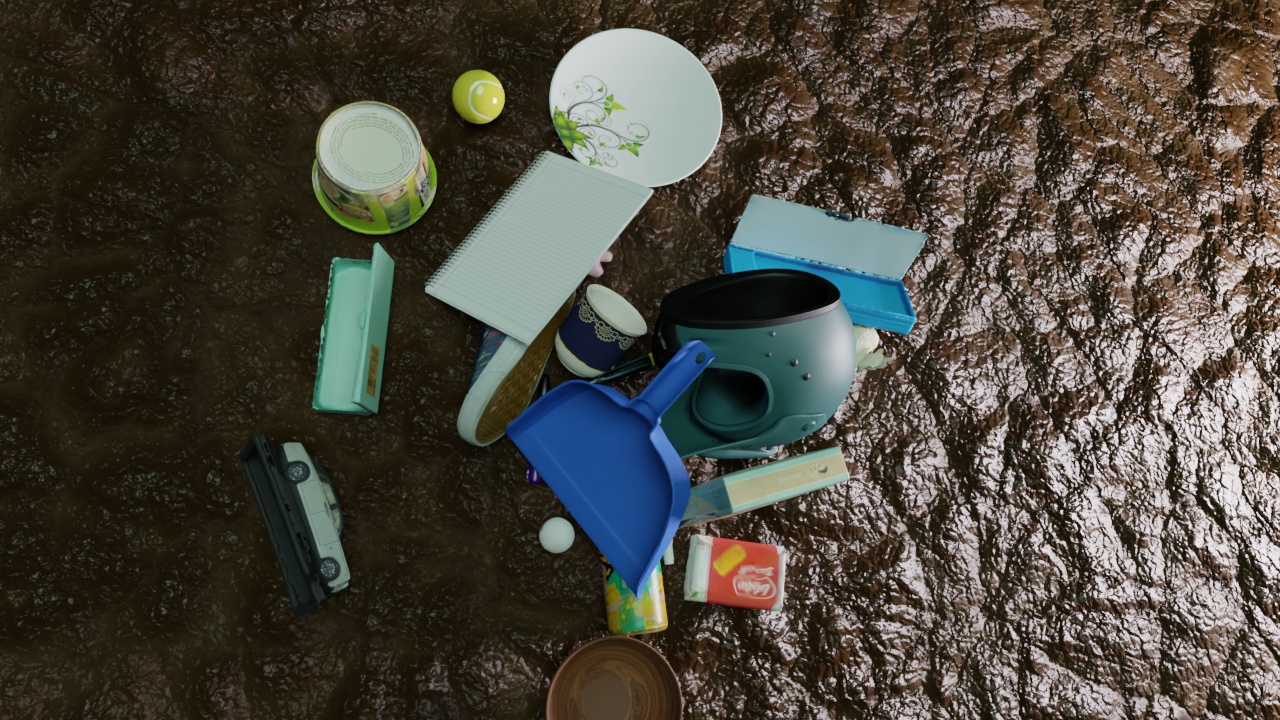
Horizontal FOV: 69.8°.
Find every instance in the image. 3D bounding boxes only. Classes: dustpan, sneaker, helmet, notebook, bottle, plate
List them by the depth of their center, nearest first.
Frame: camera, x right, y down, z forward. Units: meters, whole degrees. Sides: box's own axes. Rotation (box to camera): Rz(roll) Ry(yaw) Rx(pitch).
[{"bbox_3d":[-0.007,0.081,0.976,0.258,0.059,0.245,-49,68,16],"label":"dustpan"},{"bbox_3d":[-0.015,0.204,1.049,0.068,0.068,0.209,-4,76,-13],"label":"bottle"},{"bbox_3d":[0.117,0.017,1.061,0.274,0.176,0.200,-12,119,-22],"label":"helmet"},{"bbox_3d":[-0.160,-0.010,1.081,0.079,0.087,0.235,18,69,21],"label":"sneaker"},{"bbox_3d":[-0.124,-0.145,1.101,0.178,0.013,0.245,26,69,30],"label":"notebook"},{"bbox_3d":[-0.007,-0.328,1.210,0.229,0.030,0.229,3,75,-11],"label":"plate"}]

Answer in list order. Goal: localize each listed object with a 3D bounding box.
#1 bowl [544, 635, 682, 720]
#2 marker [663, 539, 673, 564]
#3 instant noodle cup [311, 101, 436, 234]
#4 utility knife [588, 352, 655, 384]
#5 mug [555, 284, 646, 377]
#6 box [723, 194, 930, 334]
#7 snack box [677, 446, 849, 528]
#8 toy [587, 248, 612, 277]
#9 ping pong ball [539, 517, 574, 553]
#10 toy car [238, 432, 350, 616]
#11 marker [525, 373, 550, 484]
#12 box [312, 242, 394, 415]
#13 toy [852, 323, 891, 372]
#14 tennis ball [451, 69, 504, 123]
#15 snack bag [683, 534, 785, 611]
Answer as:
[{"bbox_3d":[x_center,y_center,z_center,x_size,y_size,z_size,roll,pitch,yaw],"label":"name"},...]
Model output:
[{"bbox_3d":[-0.033,0.375,1.000,0.147,0.069,0.147,3,76,-11],"label":"bowl"},{"bbox_3d":[0.028,0.176,1.093,0.014,0.014,0.132,-3,76,-12],"label":"marker"},{"bbox_3d":[-0.316,-0.231,1.086,0.146,0.098,0.146,3,75,-11],"label":"instant noodle cup"},{"bbox_3d":[-0.006,0.006,1.088,0.172,0.029,0.020,-22,86,-43],"label":"utility knife"},{"bbox_3d":[-0.049,-0.031,1.098,0.085,0.111,0.089,43,112,8],"label":"mug"},{"bbox_3d":[0.237,-0.124,1.152,0.243,0.115,0.093,11,39,-9],"label":"box"},{"bbox_3d":[0.120,0.144,1.019,0.141,0.194,0.044,-11,78,-21],"label":"snack box"},{"bbox_3d":[-0.074,-0.150,1.142,0.096,0.041,0.108,-6,71,1],"label":"toy"},{"bbox_3d":[-0.096,0.200,1.048,0.040,0.040,0.040,3,75,-11],"label":"ping pong ball"},{"bbox_3d":[-0.362,0.169,0.989,0.071,0.094,0.191,-16,78,-37],"label":"toy car"},{"bbox_3d":[-0.121,0.080,1.088,0.018,0.015,0.133,7,74,-7],"label":"marker"},{"bbox_3d":[-0.325,-0.037,1.037,0.077,0.093,0.188,6,75,-11],"label":"box"},{"bbox_3d":[0.267,-0.016,1.171,0.087,0.050,0.112,-37,63,-18],"label":"toy"},{"bbox_3d":[-0.204,-0.331,1.152,0.065,0.065,0.065,3,75,-11],"label":"tennis ball"},{"bbox_3d":[0.112,0.250,1.080,0.116,0.036,0.077,10,73,-9],"label":"snack bag"}]
